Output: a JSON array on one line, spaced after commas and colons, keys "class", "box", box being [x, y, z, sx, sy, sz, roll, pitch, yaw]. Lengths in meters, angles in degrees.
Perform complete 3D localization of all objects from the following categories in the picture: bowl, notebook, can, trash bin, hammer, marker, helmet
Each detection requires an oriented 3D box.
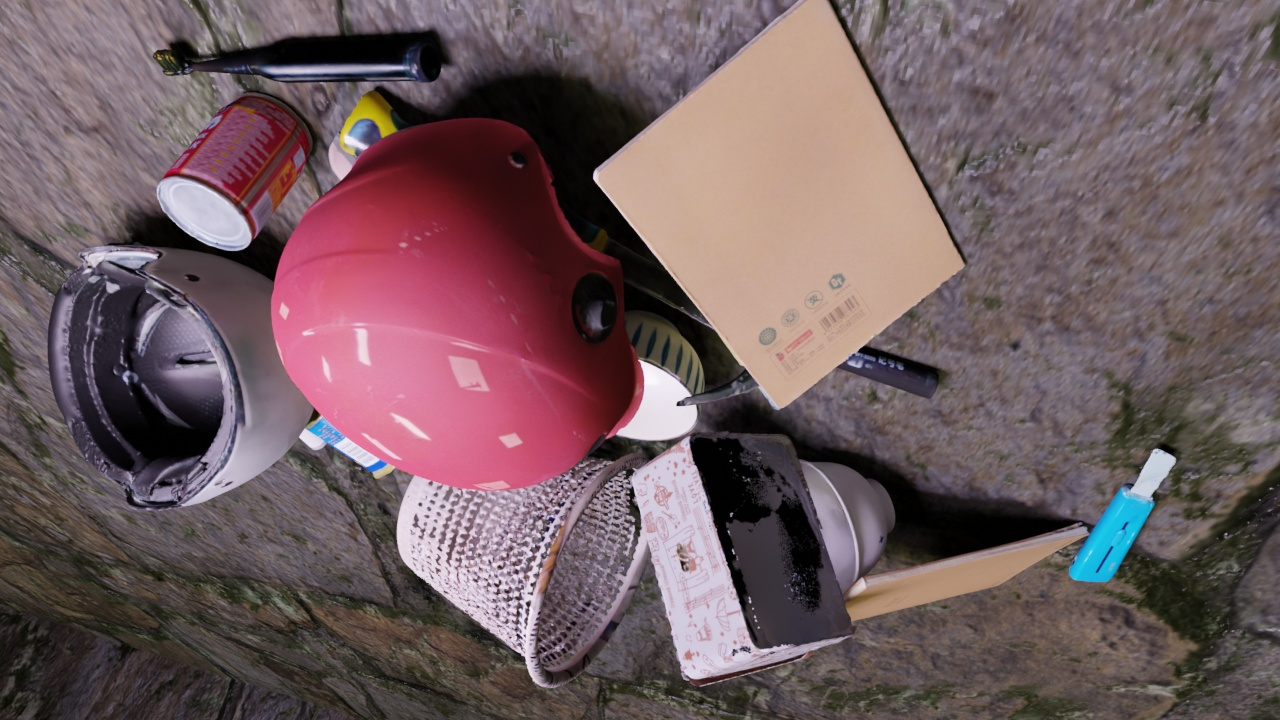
[{"class": "bowl", "box": [-0.004, 0.004, 0.707, 0.116, 0.066, 0.117, 13, 146, 8]}, {"class": "notebook", "box": [0.257, 0.191, 0.793, 0.211, 0.012, 0.150, -8, 152, -16]}, {"class": "can", "box": [-0.250, 0.044, 0.855, 0.083, 0.101, 0.057, 39, 141, -23]}, {"class": "trash bin", "box": [-0.116, 0.168, 0.886, 0.192, 0.226, 0.228, 19, 148, 24]}, {"class": "bowl", "box": [0.177, 0.134, 0.788, 0.064, 0.118, 0.118, -14, 152, -19]}, {"class": "hammer", "box": [-0.045, -0.077, 0.593, 0.323, 0.126, 0.032, 27, 174, 0]}, {"class": "marker", "box": [0.150, -0.001, 0.665, 0.132, 0.020, 0.022, 18, 163, 3]}, {"class": "can", "box": [-0.274, -0.131, 0.627, 0.066, 0.093, 0.067, 14, 146, 9]}, {"class": "helmet", "box": [-0.116, -0.004, 0.543, 0.207, 0.143, 0.240, -15, 116, 39]}, {"class": "notebook", "box": [0.089, -0.077, 0.519, 0.148, 0.008, 0.207, -39, 125, 5]}, {"class": "helmet", "box": [-0.382, 0.006, 0.803, 0.275, 0.156, 0.230, -2, 98, 39]}]

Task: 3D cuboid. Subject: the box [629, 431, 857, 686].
[{"class": "box", "box": [0.053, 0.175, 0.778, 0.156, 0.183, 0.194, 8, 147, -42]}]

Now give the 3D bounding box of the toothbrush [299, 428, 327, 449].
[{"class": "toothbrush", "box": [-0.407, 0.023, 0.969, 0.027, 0.026, 0.221, -23, 133, 11]}]

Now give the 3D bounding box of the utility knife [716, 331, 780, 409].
[{"class": "utility knife", "box": [0.063, -0.025, 0.674, 0.031, 0.021, 0.206, -6, 132, 37]}]

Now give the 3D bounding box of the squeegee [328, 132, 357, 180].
[{"class": "squeegee", "box": [-0.177, -0.020, 0.742, 0.247, 0.040, 0.250, 49, 158, 2]}]

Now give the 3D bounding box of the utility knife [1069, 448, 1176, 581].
[{"class": "utility knife", "box": [0.383, 0.126, 0.730, 0.034, 0.018, 0.205, 10, 143, 15]}]

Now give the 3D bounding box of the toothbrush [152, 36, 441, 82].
[{"class": "toothbrush", "box": [-0.224, -0.189, 0.581, 0.213, 0.026, 0.027, 6, 156, 20]}]
